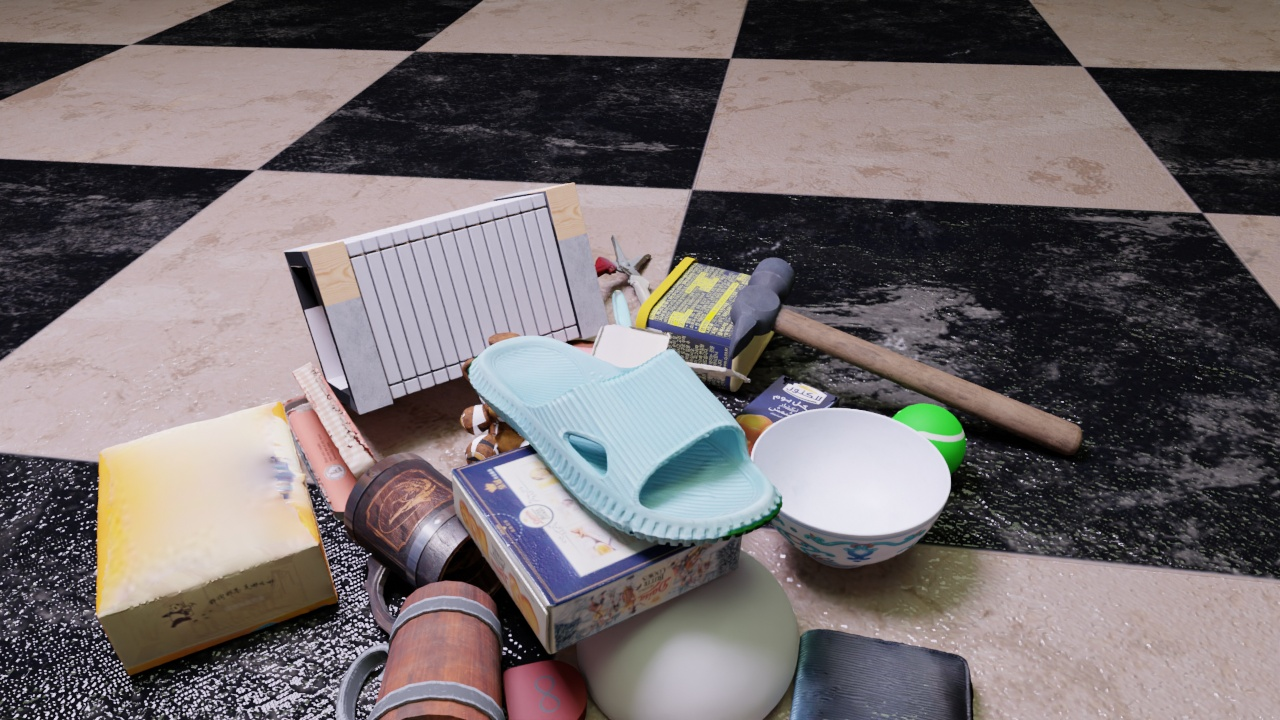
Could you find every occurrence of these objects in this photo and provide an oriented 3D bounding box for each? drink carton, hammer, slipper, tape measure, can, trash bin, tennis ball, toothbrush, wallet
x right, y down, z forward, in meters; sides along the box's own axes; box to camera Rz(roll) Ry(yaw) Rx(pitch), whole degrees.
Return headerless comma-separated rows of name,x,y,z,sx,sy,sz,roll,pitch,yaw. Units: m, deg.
drink carton,0.114,0.065,0.794,0.064,0.040,0.129,23,41,32
hammer,0.232,0.009,0.819,0.322,0.040,0.129,23,44,11
slipper,-0.024,0.033,0.625,0.115,0.070,0.276,-25,40,-33
tape measure,-0.059,0.222,0.585,0.051,0.019,0.059,-7,41,-12
can,0.070,-0.037,0.921,0.104,0.075,0.134,16,37,20
trash bin,-0.182,-0.066,0.871,0.246,0.142,0.143,-20,15,-25
tennis ball,0.235,0.069,0.761,0.065,0.065,0.065,-1,34,1
toothbrush,-0.005,0.005,0.851,0.016,0.017,0.180,1,54,-22
wallet,0.153,0.217,0.577,0.115,0.026,0.089,6,36,12

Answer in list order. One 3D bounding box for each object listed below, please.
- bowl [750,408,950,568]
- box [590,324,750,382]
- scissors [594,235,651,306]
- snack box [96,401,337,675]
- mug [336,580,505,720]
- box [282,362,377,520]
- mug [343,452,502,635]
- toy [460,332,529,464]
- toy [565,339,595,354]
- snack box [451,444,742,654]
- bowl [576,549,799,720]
bowl,0.154,0.108,0.696,0.144,0.074,0.143,-1,34,1
box,-0.001,0.058,0.729,0.143,0.080,0.180,11,60,17
scissors,-0.018,-0.088,1.026,0.179,0.015,0.198,45,31,26
snack box,-0.325,0.117,0.697,0.145,0.081,0.195,-17,36,-20
mug,-0.139,0.207,0.570,0.117,0.081,0.111,-25,29,8
box,-0.275,0.065,0.802,0.067,0.057,0.187,-46,44,-5
mug,-0.165,0.141,0.673,0.107,0.080,0.115,27,71,34
toy,-0.113,0.035,0.791,0.087,0.113,0.067,-1,22,2
toy,-0.057,0.018,0.861,0.090,0.051,0.109,13,32,15
snack box,-0.032,0.105,0.612,0.144,0.043,0.144,-17,38,-28
bowl,0.029,0.172,0.605,0.149,0.043,0.149,-4,46,4
